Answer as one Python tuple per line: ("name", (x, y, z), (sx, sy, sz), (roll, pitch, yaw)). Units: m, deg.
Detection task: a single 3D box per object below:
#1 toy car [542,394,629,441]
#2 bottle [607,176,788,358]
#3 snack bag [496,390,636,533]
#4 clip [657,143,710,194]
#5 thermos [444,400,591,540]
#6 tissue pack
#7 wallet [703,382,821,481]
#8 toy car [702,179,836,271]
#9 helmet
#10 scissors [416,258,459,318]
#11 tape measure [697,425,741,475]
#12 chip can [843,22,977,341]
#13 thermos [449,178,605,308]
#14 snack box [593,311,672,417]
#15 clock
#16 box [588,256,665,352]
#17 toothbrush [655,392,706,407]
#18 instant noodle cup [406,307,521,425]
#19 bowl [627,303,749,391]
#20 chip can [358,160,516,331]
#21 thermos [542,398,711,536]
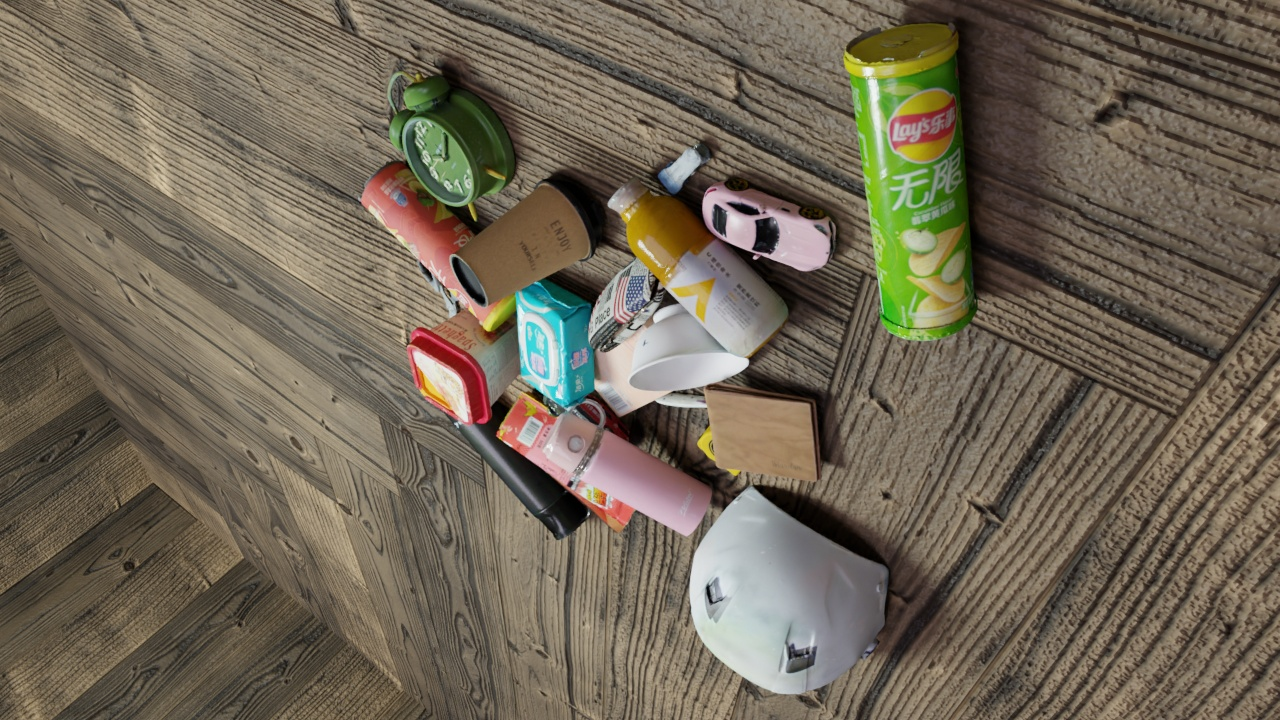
("toy car", (-0.065, 0.070, 1.122), (0.120, 0.045, 0.053), (41, 144, -4))
("bottle", (0.049, -0.086, 0.824), (0.189, 0.067, 0.068), (45, 146, 1))
("snack bag", (-0.087, 0.129, 1.194), (0.208, 0.073, 0.129), (35, 136, 7))
("clip", (0.039, -0.168, 0.796), (0.026, 0.038, 0.058), (52, 143, -5))
("thermos", (-0.163, 0.137, 1.286), (0.090, 0.068, 0.242), (-36, 100, 23))
("tissue pack", (-0.096, -0.023, 1.027), (0.093, 0.050, 0.134), (30, 131, 41))
("wallet", (0.123, 0.073, 0.919), (0.115, 0.020, 0.101), (7, 126, 29))
("toy car", (0.105, -0.112, 0.769), (0.122, 0.037, 0.056), (25, 142, 25))
("helmet", (0.147, 0.285, 1.032), (0.229, 0.145, 0.259), (34, 144, 18))
("scissors", (-0.245, -0.071, 1.194), (0.163, 0.014, 0.165), (-15, 114, 53))
("tape measure", (0.095, 0.090, 0.989), (0.060, 0.028, 0.057), (35, 144, 5))
("chip can", (0.192, -0.116, 0.641), (0.073, 0.072, 0.221), (13, 134, 38))
("thermos", (-0.113, -0.115, 0.910), (0.093, 0.143, 0.093), (42, 154, 25))
("snack box", (-0.006, 0.006, 1.011), (0.084, 0.026, 0.158), (51, 145, -7))
("clock", (-0.203, -0.230, 0.951), (0.161, 0.056, 0.116), (48, 144, -4))
("box", (-0.011, -0.058, 0.924), (0.165, 0.051, 0.068), (141, 126, -59))
("toothbrush", (0.088, 0.050, 0.970), (0.188, 0.016, 0.017), (4, 138, 43))
("instant noodle cup", (-0.201, -0.005, 1.117), (0.116, 0.124, 0.117), (29, 142, 24))
("bowl", (0.041, -0.018, 0.893), (0.119, 0.118, 0.064), (-34, 61, 55))
("chip can", (-0.225, -0.133, 1.061), (0.216, 0.073, 0.073), (45, 146, 3))
("thermos", (-0.012, 0.121, 1.068), (0.198, 0.087, 0.067), (30, 169, -6))
